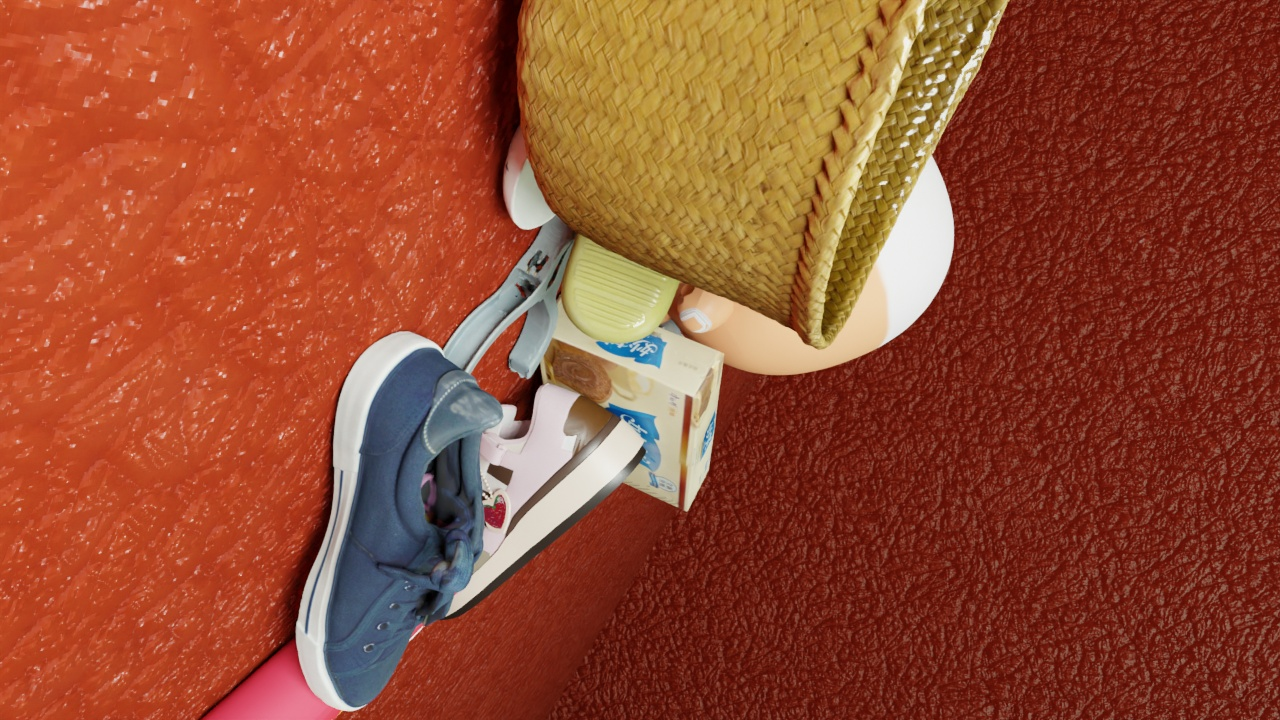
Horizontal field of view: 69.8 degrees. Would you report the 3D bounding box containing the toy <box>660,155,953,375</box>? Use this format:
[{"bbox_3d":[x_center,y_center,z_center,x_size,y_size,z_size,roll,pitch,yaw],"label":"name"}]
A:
[{"bbox_3d":[0.126,-0.114,0.819,0.280,0.266,0.263,-35,-164,-13],"label":"toy"}]

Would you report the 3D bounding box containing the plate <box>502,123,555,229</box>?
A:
[{"bbox_3d":[-0.056,-0.133,0.569,0.104,0.026,0.104,-54,169,-16],"label":"plate"}]

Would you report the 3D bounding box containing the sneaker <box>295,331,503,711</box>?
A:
[{"bbox_3d":[-0.144,0.135,0.598,0.120,0.127,0.295,-31,145,-57],"label":"sneaker"}]

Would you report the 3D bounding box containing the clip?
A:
[{"bbox_3d":[-0.094,-0.024,0.713,0.168,0.031,0.164,-53,170,-10],"label":"clip"}]

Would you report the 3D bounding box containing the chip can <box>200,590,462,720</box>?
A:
[{"bbox_3d":[-0.233,0.227,0.716,0.219,0.069,0.069,-43,163,-46],"label":"chip can"}]

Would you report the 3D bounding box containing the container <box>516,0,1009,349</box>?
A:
[{"bbox_3d":[0.073,-0.177,0.484,0.306,0.196,0.308,-57,163,-28],"label":"container"}]

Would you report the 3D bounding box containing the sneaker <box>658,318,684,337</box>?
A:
[{"bbox_3d":[0.004,0.048,1.108,0.160,0.093,0.257,-55,163,-16],"label":"sneaker"}]

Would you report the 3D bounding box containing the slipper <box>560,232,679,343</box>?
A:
[{"bbox_3d":[0.000,-0.091,0.658,0.082,0.091,0.190,99,7,-68],"label":"slipper"}]

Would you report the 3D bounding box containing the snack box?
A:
[{"bbox_3d":[-0.010,0.043,0.838,0.055,0.153,0.208,-58,162,-31],"label":"snack box"}]

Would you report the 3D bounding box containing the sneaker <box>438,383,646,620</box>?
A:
[{"bbox_3d":[-0.135,0.125,0.824,0.295,0.116,0.111,-41,-175,30],"label":"sneaker"}]
